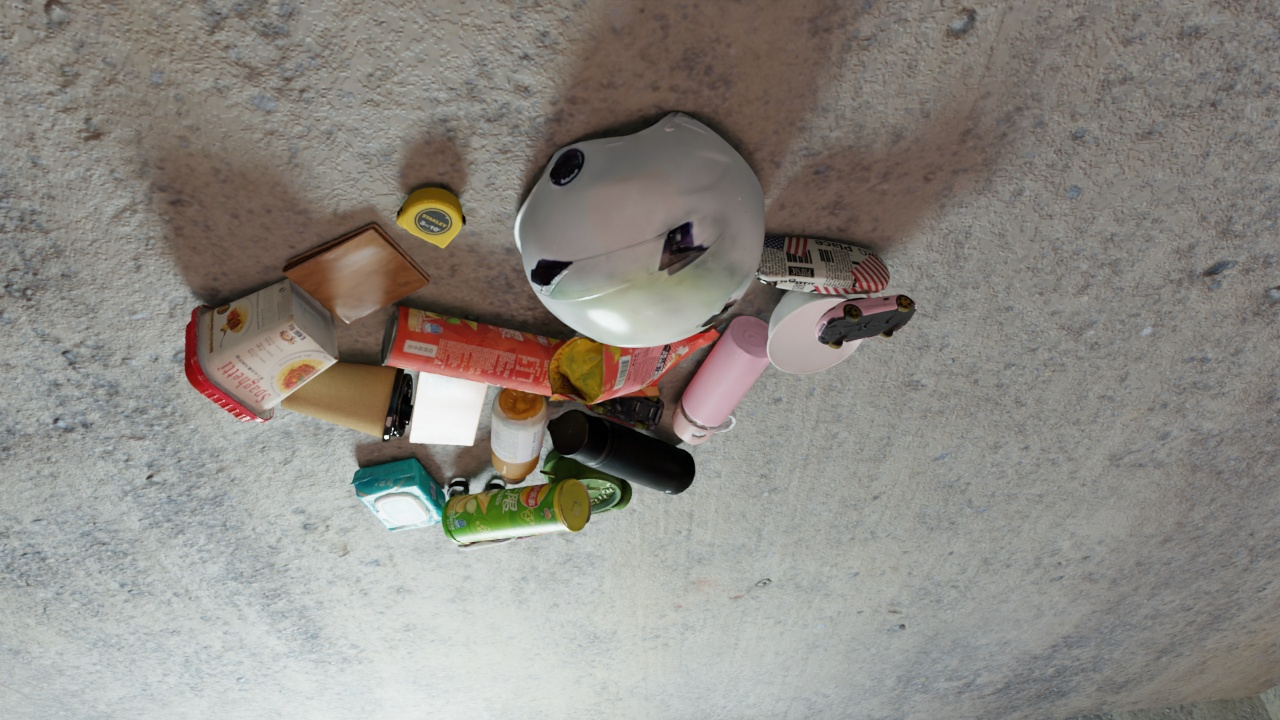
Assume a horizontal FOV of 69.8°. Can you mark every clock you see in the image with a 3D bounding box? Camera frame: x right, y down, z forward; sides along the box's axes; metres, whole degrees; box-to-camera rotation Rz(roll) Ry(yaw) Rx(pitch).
[{"bbox_3d":[-0.076,0.180,1.317,0.116,0.056,0.161,-13,143,9],"label":"clock"}]

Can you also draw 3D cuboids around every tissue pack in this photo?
[{"bbox_3d":[-0.336,0.189,1.288,0.093,0.050,0.133,-12,142,7],"label":"tissue pack"}]

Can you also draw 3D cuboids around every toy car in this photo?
[{"bbox_3d":[-0.025,0.053,1.162,0.120,0.053,0.045,26,170,-38],"label":"toy car"},{"bbox_3d":[0.243,-0.046,0.996,0.122,0.037,0.056,-10,147,-25],"label":"toy car"}]

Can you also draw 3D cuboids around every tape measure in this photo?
[{"bbox_3d":[-0.202,-0.143,0.893,0.060,0.028,0.057,24,134,-35],"label":"tape measure"}]

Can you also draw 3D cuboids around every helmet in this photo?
[{"bbox_3d":[0.002,-0.096,0.895,0.259,0.145,0.229,-20,141,16],"label":"helmet"}]

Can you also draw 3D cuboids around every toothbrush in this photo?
[{"bbox_3d":[-0.200,0.279,1.459,0.187,0.016,0.017,-11,135,4],"label":"toothbrush"}]

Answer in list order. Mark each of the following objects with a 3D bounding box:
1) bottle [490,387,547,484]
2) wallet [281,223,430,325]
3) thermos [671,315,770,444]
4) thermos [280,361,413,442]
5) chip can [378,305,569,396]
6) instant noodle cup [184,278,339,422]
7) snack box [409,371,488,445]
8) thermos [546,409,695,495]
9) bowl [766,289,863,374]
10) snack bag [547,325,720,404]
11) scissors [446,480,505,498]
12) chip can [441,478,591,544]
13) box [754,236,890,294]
[{"bbox_3d":[-0.160,0.102,1.190,0.068,0.068,0.190,0,145,-11],"label":"bottle"},{"bbox_3d":[-0.295,-0.089,0.959,0.115,0.020,0.101,-23,142,15],"label":"wallet"},{"bbox_3d":[0.108,0.032,1.147,0.087,0.067,0.199,9,139,-18],"label":"thermos"},{"bbox_3d":[-0.337,0.041,1.069,0.143,0.092,0.093,12,139,-12],"label":"thermos"},{"bbox_3d":[-0.180,-0.007,1.040,0.216,0.073,0.073,11,139,-24],"label":"chip can"},{"bbox_3d":[-0.396,-0.016,0.970,0.124,0.116,0.116,-28,140,5],"label":"instant noodle cup"},{"bbox_3d":[-0.239,0.052,1.145,0.084,0.026,0.158,5,141,-17],"label":"snack box"},{"bbox_3d":[-0.026,0.118,1.216,0.242,0.090,0.068,28,86,-49],"label":"thermos"},{"bbox_3d":[0.193,-0.048,1.053,0.118,0.064,0.118,-9,137,-9],"label":"bowl"},{"bbox_3d":[-0.006,0.006,1.059,0.207,0.073,0.129,-7,147,-52],"label":"snack bag"},{"bbox_3d":[-0.252,0.226,1.382,0.163,0.014,0.165,-19,141,16],"label":"scissors"},{"bbox_3d":[-0.176,0.210,1.264,0.222,0.072,0.072,-12,145,31],"label":"chip can"},{"bbox_3d":[0.191,-0.099,0.992,0.164,0.068,0.052,6,122,-13],"label":"box"}]
